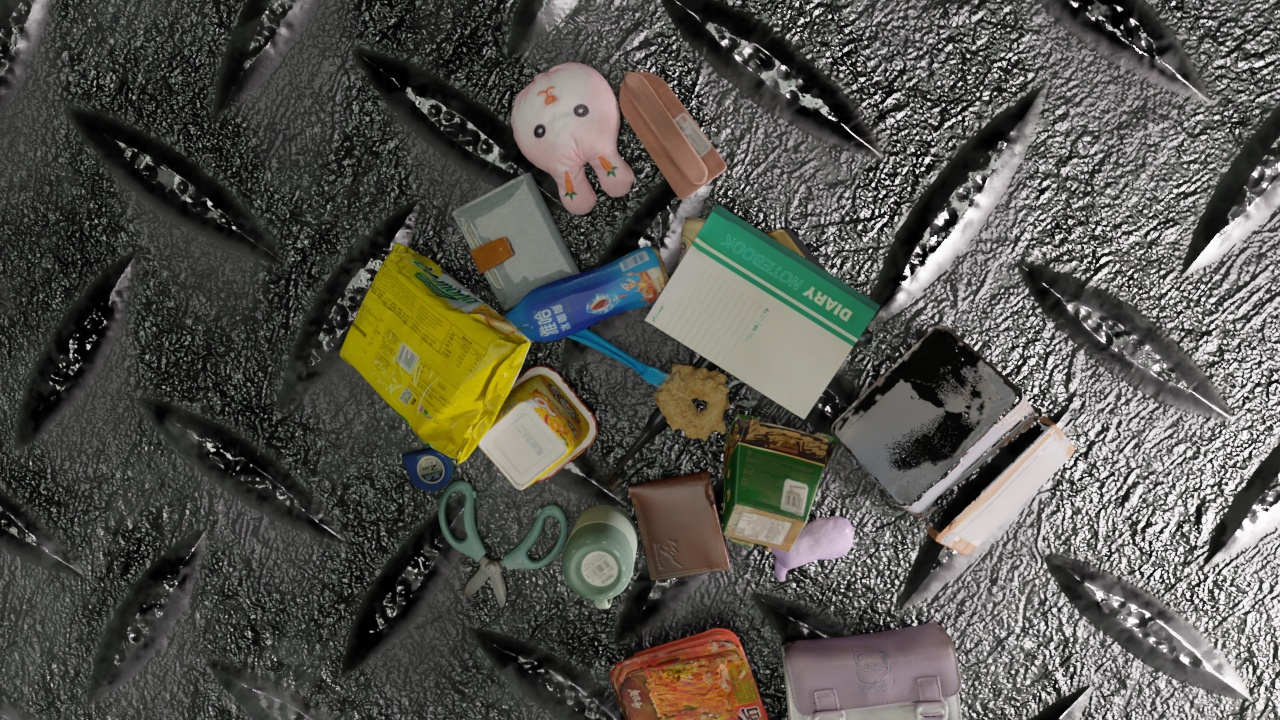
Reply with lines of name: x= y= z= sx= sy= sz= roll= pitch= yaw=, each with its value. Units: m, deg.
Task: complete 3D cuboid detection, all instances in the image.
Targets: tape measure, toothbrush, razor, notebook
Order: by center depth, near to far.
notebook: x=0.131 y=-0.052 z=0.997 sx=0.209 sy=0.012 sz=0.150 roll=32 pitch=100 yaw=-2
razor: x=0.193 y=-0.077 z=1.027 sx=0.067 sy=0.062 sz=0.167 roll=-35 pitch=91 yaw=-21
toothbrush: x=0.024 y=0.070 z=1.077 sx=0.213 sy=0.026 sz=0.027 roll=-51 pitch=53 yaw=10
tape measure: x=-0.254 y=0.130 z=1.110 sx=0.058 sy=0.025 sz=0.054 roll=-13 pitch=100 yaw=10

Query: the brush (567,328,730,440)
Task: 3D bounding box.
brush: x=-0.006 y=0.006 z=1.051 sx=0.255 sy=0.045 sz=0.083 roll=29 pitch=103 yaw=13

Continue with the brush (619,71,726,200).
brush: x=0.029 y=-0.251 z=0.999 sx=0.063 sy=0.073 sz=0.145 roll=-34 pitch=94 yaw=10

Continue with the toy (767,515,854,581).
toy: x=0.201 y=0.218 z=1.083 sx=0.108 sy=0.039 sz=0.084 roll=-19 pitch=119 yaw=3

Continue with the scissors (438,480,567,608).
scissors: x=-0.183 y=0.211 z=1.122 sx=0.181 sy=0.019 sz=0.170 roll=44 pitch=101 yaw=-5

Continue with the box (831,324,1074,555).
box: x=0.349 y=0.090 z=1.033 sx=0.181 sy=0.197 sz=0.157 roll=-48 pitch=52 yaw=11

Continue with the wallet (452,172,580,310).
wallet: x=-0.144 y=-0.134 z=1.050 sx=0.106 sy=0.037 sz=0.130 roll=-25 pitch=97 yaw=7

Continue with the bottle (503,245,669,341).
bottle: x=-0.074 y=-0.063 z=1.029 sx=0.218 sy=0.065 sz=0.065 roll=-21 pitch=97 yaw=0

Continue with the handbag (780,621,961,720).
handbag: x=0.271 y=0.396 z=1.084 sx=0.197 sy=0.098 sz=0.145 roll=-7 pitch=93 yaw=5

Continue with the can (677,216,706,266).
can: x=0.070 y=-0.100 z=1.028 sx=0.058 sy=0.058 sz=0.116 roll=7 pitch=100 yaw=3

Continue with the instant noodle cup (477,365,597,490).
instant noodle cup: x=-0.122 y=0.082 z=1.041 sx=0.116 sy=0.123 sz=0.116 roll=-39 pitch=95 yaw=9

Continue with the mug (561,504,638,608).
mug: x=-0.046 y=0.238 z=1.071 sx=0.082 sy=0.106 sz=0.112 roll=-3 pitch=100 yaw=4

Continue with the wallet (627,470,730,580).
wallet: x=0.046 y=0.198 z=1.097 sx=0.101 sy=0.032 sz=0.124 roll=-12 pitch=98 yaw=9

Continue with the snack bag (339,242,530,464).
snack bag: x=-0.235 y=-0.010 z=1.007 sx=0.246 sy=0.068 sz=0.158 roll=36 pitch=102 yaw=34

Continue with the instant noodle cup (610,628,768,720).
instant noodle cup: x=0.064 y=0.413 z=1.107 sx=0.164 sy=0.079 sz=0.189 roll=-18 pitch=99 yaw=7

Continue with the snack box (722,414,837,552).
snack box: x=0.145 y=0.142 z=1.016 sx=0.118 sy=0.105 sz=0.118 roll=13 pitch=144 yaw=3

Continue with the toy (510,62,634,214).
toy: x=-0.072 y=-0.246 z=1.020 sx=0.121 sy=0.054 sz=0.159 roll=-26 pitch=105 yaw=10
